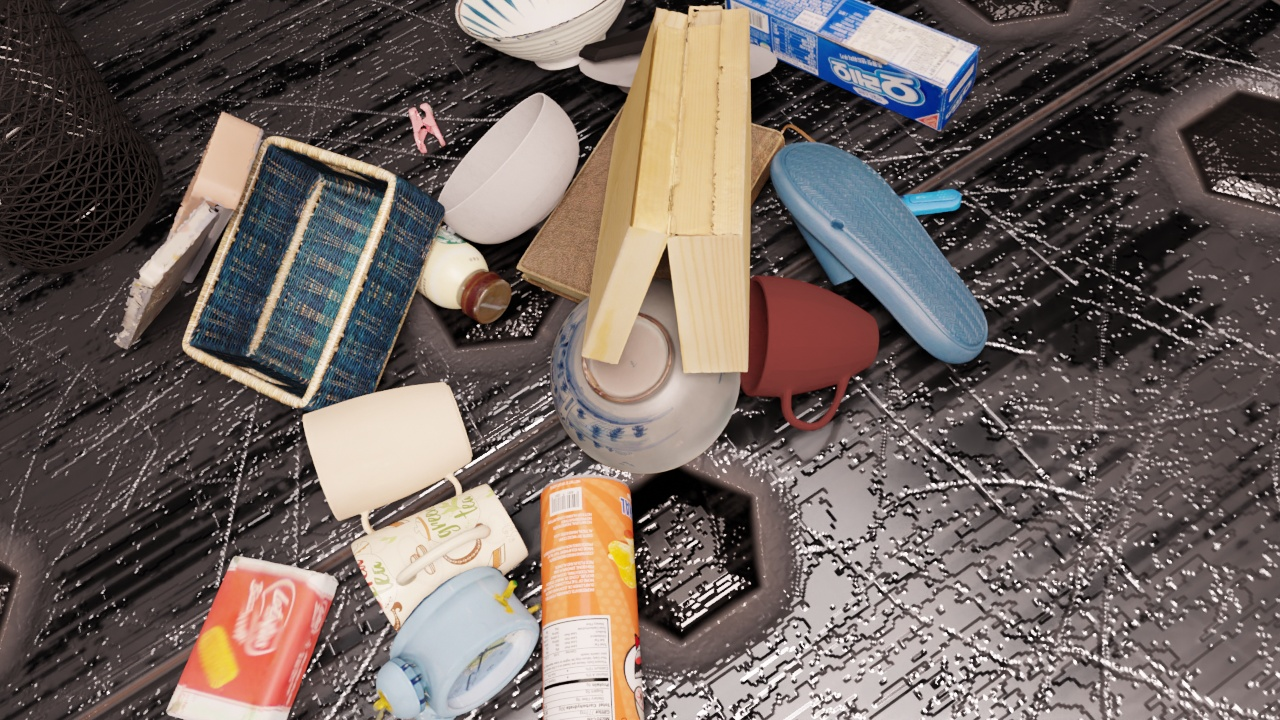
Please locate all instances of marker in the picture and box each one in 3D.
[{"bbox_3d":[0.196,-0.124,0.742,0.123,0.015,0.018,-6,61,8],"label":"marker"}]

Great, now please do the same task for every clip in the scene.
[{"bbox_3d":[-0.197,-0.222,0.862,0.038,0.022,0.059,-26,59,-1],"label":"clip"}]

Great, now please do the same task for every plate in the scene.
[{"bbox_3d":[0.033,-0.256,0.813,0.173,0.019,0.172,-2,32,1],"label":"plate"}]

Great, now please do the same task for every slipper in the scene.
[{"bbox_3d":[0.169,-0.079,0.683,0.103,0.059,0.213,-25,71,-43],"label":"slipper"}]

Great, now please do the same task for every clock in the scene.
[{"bbox_3d":[-0.119,0.189,0.582,0.124,0.089,0.051,-43,62,-13],"label":"clock"}]

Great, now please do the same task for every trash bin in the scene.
[{"bbox_3d":[-0.561,-0.210,0.790,0.217,0.243,0.216,-4,61,7],"label":"trash bin"}]

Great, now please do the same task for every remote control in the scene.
[{"bbox_3d":[0.001,-0.293,0.842,0.124,0.010,0.039,-25,39,-30],"label":"remote control"}]

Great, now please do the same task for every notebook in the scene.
[{"bbox_3d":[0.029,-0.123,0.760,0.190,0.034,0.215,22,68,20],"label":"notebook"}]

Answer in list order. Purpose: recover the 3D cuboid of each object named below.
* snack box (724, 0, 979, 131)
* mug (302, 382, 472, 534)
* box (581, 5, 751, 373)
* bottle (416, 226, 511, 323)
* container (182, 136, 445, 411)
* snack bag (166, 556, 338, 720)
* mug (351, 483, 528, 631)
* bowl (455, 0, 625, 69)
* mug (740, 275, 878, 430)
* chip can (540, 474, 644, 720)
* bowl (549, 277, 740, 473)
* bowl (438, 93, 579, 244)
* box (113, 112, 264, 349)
[{"bbox_3d":[0.180,-0.280,0.807,0.226,0.059,0.059,33,74,25],"label":"snack box"},{"bbox_3d":[-0.176,0.075,0.668,0.104,0.085,0.111,-20,87,-14],"label":"mug"},{"bbox_3d":[0.018,-0.127,0.637,0.123,0.141,0.248,-3,49,10],"label":"box"},{"bbox_3d":[-0.177,-0.086,0.763,0.162,0.056,0.056,33,72,24],"label":"bottle"},{"bbox_3d":[-0.254,-0.065,0.720,0.145,0.071,0.187,21,89,24],"label":"container"},{"bbox_3d":[-0.267,0.197,0.635,0.077,0.036,0.115,8,63,14],"label":"snack bag"},{"bbox_3d":[-0.130,0.128,0.607,0.097,0.122,0.081,-30,79,-16],"label":"mug"},{"bbox_3d":[-0.078,-0.324,0.860,0.177,0.071,0.177,-11,48,12],"label":"bowl"},{"bbox_3d":[0.123,-0.003,0.656,0.088,0.087,0.113,2,66,-9],"label":"mug"},{"bbox_3d":[-0.032,0.182,0.586,0.062,0.062,0.210,-7,60,6],"label":"chip can"},{"bbox_3d":[-0.004,0.004,0.663,0.151,0.057,0.150,-3,76,13],"label":"bowl"},{"bbox_3d":[-0.102,-0.150,0.762,0.132,0.064,0.131,-35,30,24],"label":"bowl"},{"bbox_3d":[-0.368,-0.093,0.730,0.058,0.217,0.153,26,64,-27],"label":"box"}]
